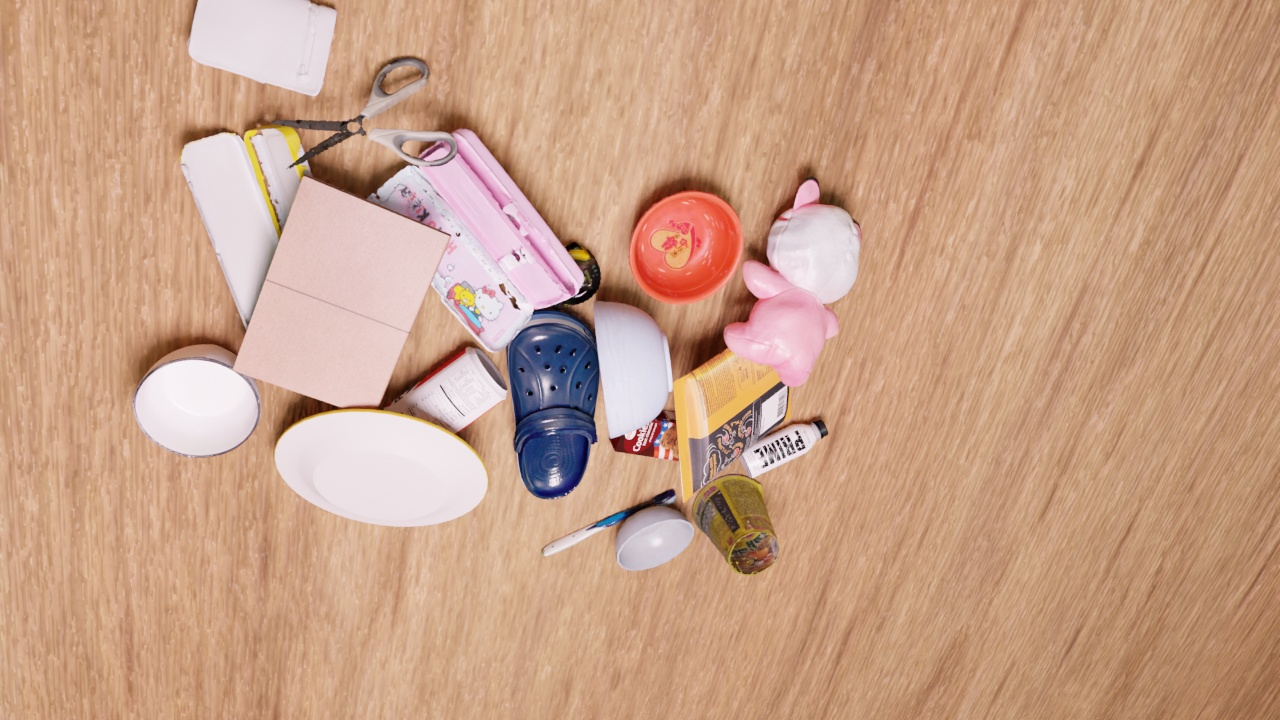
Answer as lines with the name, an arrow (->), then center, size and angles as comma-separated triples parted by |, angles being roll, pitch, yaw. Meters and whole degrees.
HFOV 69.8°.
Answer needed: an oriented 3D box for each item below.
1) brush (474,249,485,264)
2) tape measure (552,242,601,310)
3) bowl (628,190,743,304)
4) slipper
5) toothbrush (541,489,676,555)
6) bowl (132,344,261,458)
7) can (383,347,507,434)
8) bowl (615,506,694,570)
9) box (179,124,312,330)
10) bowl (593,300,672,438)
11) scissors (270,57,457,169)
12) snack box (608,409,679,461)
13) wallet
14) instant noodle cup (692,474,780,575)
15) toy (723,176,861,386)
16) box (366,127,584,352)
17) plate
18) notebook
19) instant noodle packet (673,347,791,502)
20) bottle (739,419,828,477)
brush -> -0.256, -0.098, 0.953 | 0.217, 0.012, 0.033 | -9, 119, -13
tape measure -> -0.075, -0.091, 0.995 | 0.062, 0.038, 0.067 | -20, 120, -6
bowl -> 0.045, -0.129, 1.007 | 0.130, 0.045, 0.131 | -7, 119, -13
slipper -> -0.093, 0.062, 1.037 | 0.105, 0.095, 0.253 | -5, 124, -11
toothbrush -> -0.040, 0.211, 1.180 | 0.189, 0.016, 0.017 | -24, 131, -4
bowl -> -0.446, 0.034, 0.933 | 0.116, 0.065, 0.116 | -7, 118, -13
can -> -0.216, 0.048, 1.007 | 0.132, 0.070, 0.070 | -35, 121, 3
bowl -> 0.013, 0.222, 1.177 | 0.106, 0.039, 0.106 | -16, 140, -14
box -> -0.348, -0.111, 0.868 | 0.079, 0.084, 0.210 | -41, 127, -47
bowl -> -0.006, 0.006, 0.995 | 0.075, 0.150, 0.151 | -6, 119, -1
scissors -> -0.244, -0.219, 0.843 | 0.157, 0.013, 0.168 | 25, 70, -2
snack box -> 0.037, 0.092, 1.129 | 0.140, 0.031, 0.051 | 11, 113, -22
wallet -> -0.335, -0.291, 0.818 | 0.116, 0.032, 0.086 | 17, 100, -21
instant noodle cup -> 0.129, 0.215, 1.177 | 0.102, 0.108, 0.102 | -6, 117, -12
toy -> 0.183, -0.084, 1.028 | 0.142, 0.084, 0.213 | 29, 80, -32
box -> -0.160, -0.113, 0.905 | 0.101, 0.102, 0.201 | -17, 120, 42
plate -> -0.282, 0.129, 1.000 | 0.230, 0.021, 0.230 | 1, 140, 0
notebook -> -0.288, -0.055, 0.884 | 0.141, 0.008, 0.209 | 22, 109, -18
instant noodle packet -> 0.114, 0.047, 1.076 | 0.220, 0.032, 0.160 | -32, 128, -39
bottle -> 0.185, 0.109, 1.178 | 0.116, 0.041, 0.041 | -25, 121, -3
